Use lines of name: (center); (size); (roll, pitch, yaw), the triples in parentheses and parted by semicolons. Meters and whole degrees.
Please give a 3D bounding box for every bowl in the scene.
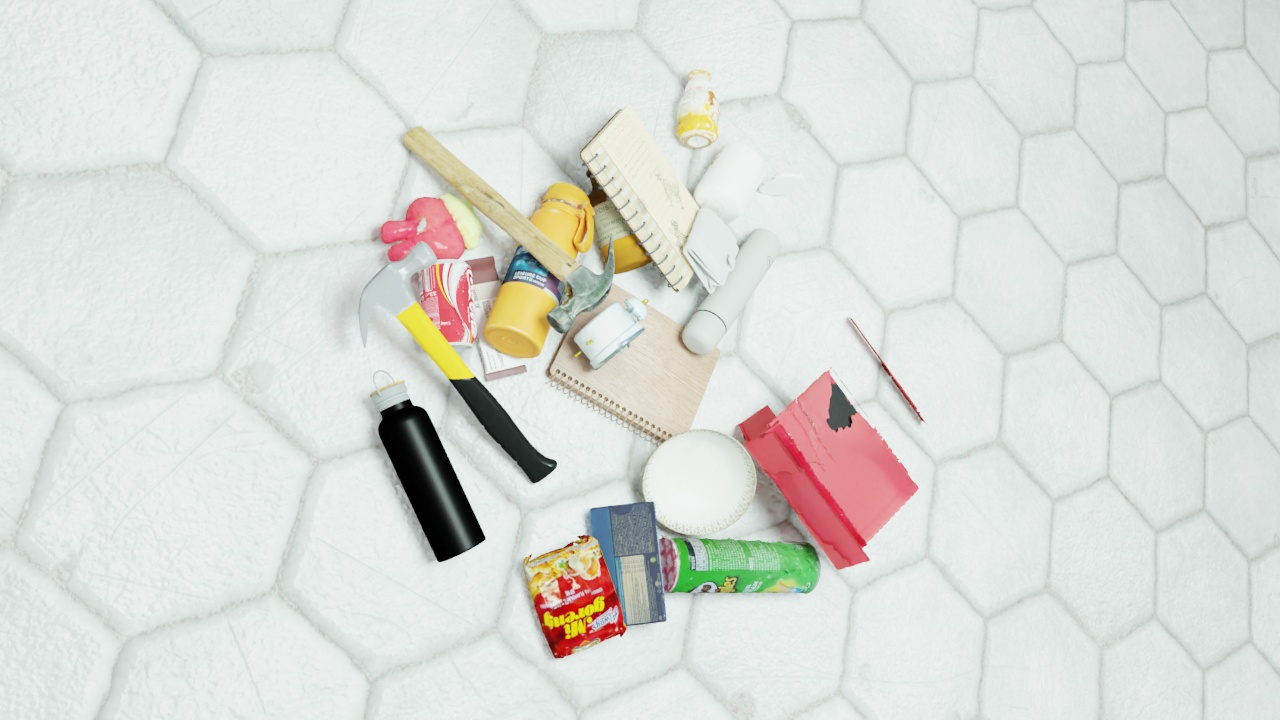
bowl: (0.074, 0.152, 1.201); (0.145, 0.063, 0.145); (0, 100, -2)

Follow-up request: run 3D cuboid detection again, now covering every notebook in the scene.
notebook: (-0.007, 0.007, 1.234); (0.210, 0.022, 0.168); (31, 66, -17)
notebook: (0.015, -0.218, 1.234); (0.225, 0.024, 0.167); (53, 37, -20)

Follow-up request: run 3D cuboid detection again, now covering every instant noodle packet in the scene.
instant noodle packet: (-0.081, 0.285, 1.111); (0.098, 0.040, 0.135); (-19, 88, -5)

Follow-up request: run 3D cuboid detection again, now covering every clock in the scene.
clock: (-0.030, -0.039, 1.174); (0.117, 0.083, 0.057); (-41, 90, -28)

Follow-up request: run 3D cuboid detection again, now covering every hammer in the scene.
hammer: (-0.166, -0.180, 1.129); (0.330, 0.033, 0.132); (42, 68, 11)
hammer: (-0.208, 0.024, 1.085); (0.127, 0.029, 0.323); (-35, 112, 0)

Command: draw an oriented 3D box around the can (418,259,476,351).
can: (-0.234, -0.066, 1.115); (0.064, 0.064, 0.104); (-2, 81, -26)

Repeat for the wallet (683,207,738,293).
wallet: (0.100, -0.155, 1.264); (0.086, 0.032, 0.116); (48, 39, -24)

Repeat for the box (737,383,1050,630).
box: (0.273, 0.144, 1.066); (0.141, 0.511, 0.215); (-37, 95, -12)

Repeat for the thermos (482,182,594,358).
thermos: (-0.118, -0.117, 1.167); (0.091, 0.076, 0.232); (17, 63, 2)

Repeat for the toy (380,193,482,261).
toy: (-0.256, -0.159, 1.135); (0.134, 0.045, 0.091); (-30, 83, -33)

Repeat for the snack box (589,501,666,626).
snack box: (-0.016, 0.255, 1.151); (0.082, 0.027, 0.150); (-6, 81, 4)

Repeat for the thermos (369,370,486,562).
thermos: (-0.255, 0.116, 1.066); (0.061, 0.061, 0.231); (-25, 90, -28)

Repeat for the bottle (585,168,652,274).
bottle: (-0.035, -0.200, 1.240); (0.067, 0.068, 0.157); (-18, 87, -28)

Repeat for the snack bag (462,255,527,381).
snack bag: (-0.190, -0.054, 1.163); (0.057, 0.013, 0.158); (-15, 85, -28)

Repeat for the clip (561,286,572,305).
clip: (-0.095, -0.099, 1.206); (0.044, 0.054, 0.049); (24, 43, -36)

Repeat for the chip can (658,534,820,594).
chip can: (0.130, 0.271, 1.212); (0.223, 0.076, 0.075); (8, 75, -25)

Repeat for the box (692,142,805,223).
box: (0.160, -0.249, 1.342); (0.143, 0.083, 0.137); (33, 65, -10)

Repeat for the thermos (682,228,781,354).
thermos: (0.129, -0.097, 1.292); (0.052, 0.052, 0.223); (43, 58, -11)

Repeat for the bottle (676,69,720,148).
bottle: (0.084, -0.367, 1.338); (0.063, 0.063, 0.109); (7, 76, -24)
